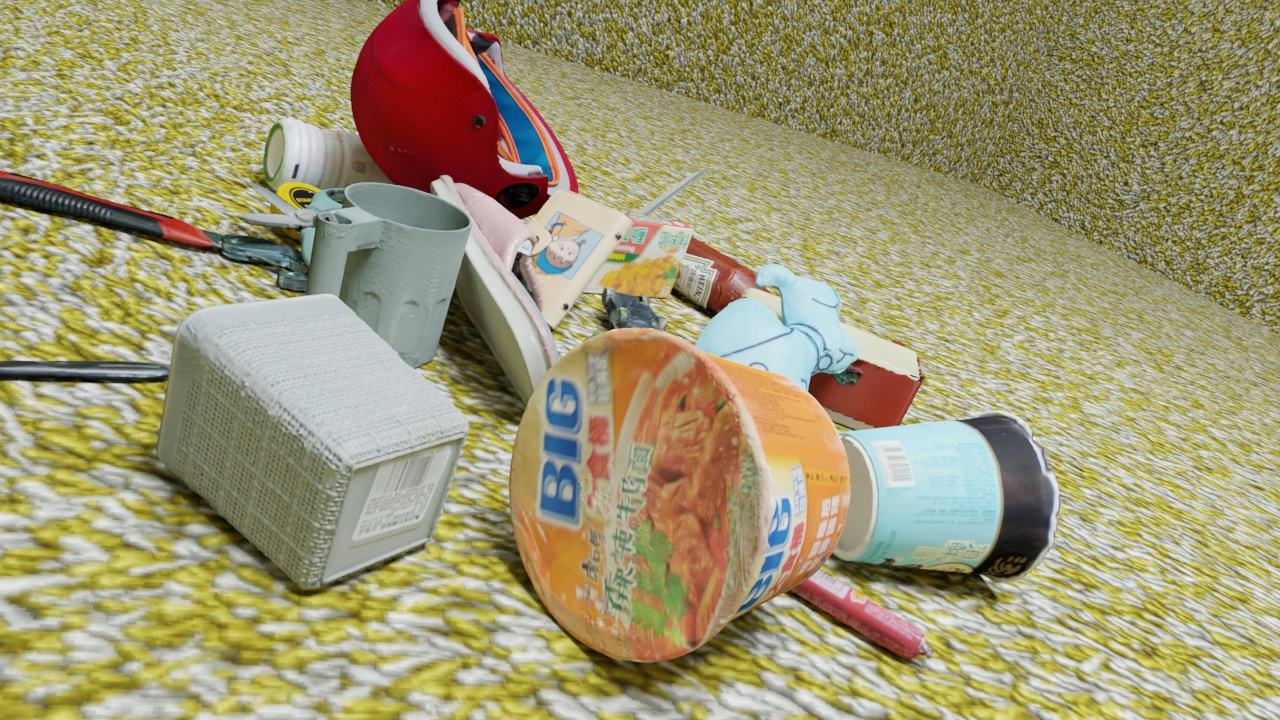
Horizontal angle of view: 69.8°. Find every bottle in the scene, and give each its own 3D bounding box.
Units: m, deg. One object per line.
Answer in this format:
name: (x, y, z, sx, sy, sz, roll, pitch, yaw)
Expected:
bottle: (-0.256, -0.180, 0.889, 0.196, 0.068, 0.068, 5, 26, -40)
bottle: (0.100, -0.062, 0.915, 0.206, 0.060, 0.059, 36, 27, 34)

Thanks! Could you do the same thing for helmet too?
helmet: (-0.168, -0.212, 0.837, 0.240, 0.144, 0.206, 47, 19, -58)

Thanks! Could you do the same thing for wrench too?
wrench: (-0.366, -0.100, 0.673, 0.273, 0.016, 0.056, 17, 22, -9)

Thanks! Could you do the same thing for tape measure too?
tape measure: (-0.280, -0.122, 0.769, 0.057, 0.029, 0.059, 48, 29, 16)

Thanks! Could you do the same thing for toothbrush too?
toothbrush: (-0.334, 0.002, 0.462, 0.180, 0.018, 0.015, 3, 24, -38)

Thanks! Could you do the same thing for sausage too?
sausage: (0.093, 0.124, 0.521, 0.156, 0.020, 0.020, 29, 24, 21)

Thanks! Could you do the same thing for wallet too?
wallet: (-0.072, -0.090, 0.781, 0.087, 0.115, 0.024, 31, -10, 24)

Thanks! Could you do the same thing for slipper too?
slipper: (-0.102, -0.060, 0.681, 0.054, 0.114, 0.274, -18, 37, -16)

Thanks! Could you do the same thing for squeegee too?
squeegee: (-0.090, -0.181, 1.054, 0.247, 0.039, 0.245, 20, 43, 27)

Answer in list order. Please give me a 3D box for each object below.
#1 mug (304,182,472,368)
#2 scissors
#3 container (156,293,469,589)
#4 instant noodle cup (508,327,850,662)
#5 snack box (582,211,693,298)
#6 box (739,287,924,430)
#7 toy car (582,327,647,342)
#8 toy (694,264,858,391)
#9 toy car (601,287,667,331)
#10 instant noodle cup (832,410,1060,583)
mug: (-0.174, -0.052, 0.602, 0.084, 0.103, 0.123, 26, 24, 16)
scissors: (-0.224, -0.094, 0.732, 0.170, 0.019, 0.173, 42, 26, 18)
container: (-0.152, 0.037, 0.435, 0.114, 0.090, 0.090, 35, 27, 25)
instant noodle cup: (0.026, 0.062, 0.455, 0.151, 0.151, 0.111, 36, 19, 35)
snack box: (-0.026, -0.103, 0.877, 0.155, 0.077, 0.027, 1, 29, -38)
box: (0.158, -0.006, 0.799, 0.168, 0.080, 0.091, 22, 23, 4)
toy car: (-0.004, 0.004, 0.688, 0.053, 0.045, 0.120, 33, 19, 25)
toy: (0.101, -0.006, 0.711, 0.156, 0.050, 0.161, -4, 64, -18)
toy car: (-0.008, -0.036, 0.794, 0.043, 0.034, 0.090, 8, 22, -20)
instant noodle cup: (0.178, 0.087, 0.583, 0.120, 0.111, 0.111, 2, 27, -18)
